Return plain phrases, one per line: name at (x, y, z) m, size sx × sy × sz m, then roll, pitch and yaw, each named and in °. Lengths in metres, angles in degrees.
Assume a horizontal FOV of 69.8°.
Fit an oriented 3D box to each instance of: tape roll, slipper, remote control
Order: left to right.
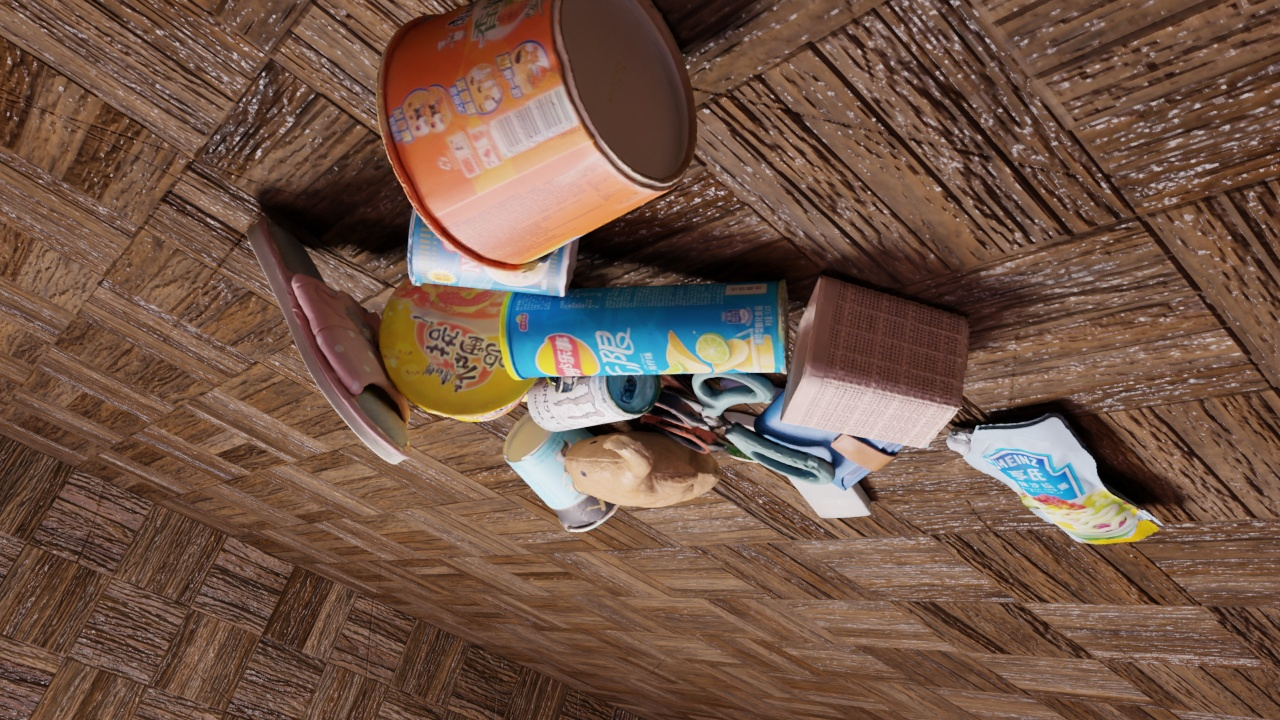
slipper at (-0.256, -0.028, 0.782) m, size 0.274 × 0.054 × 0.114 m, roll 53°, pitch 177°, yaw 27°
tape roll at (0.103, 0.078, 0.923) m, size 0.086 × 0.013 × 0.086 m, roll 15°, pitch 153°, yaw 8°
remote control at (0.190, 0.125, 0.937) m, size 0.058 × 0.021 × 0.150 m, roll -8°, pitch 146°, yaw 26°

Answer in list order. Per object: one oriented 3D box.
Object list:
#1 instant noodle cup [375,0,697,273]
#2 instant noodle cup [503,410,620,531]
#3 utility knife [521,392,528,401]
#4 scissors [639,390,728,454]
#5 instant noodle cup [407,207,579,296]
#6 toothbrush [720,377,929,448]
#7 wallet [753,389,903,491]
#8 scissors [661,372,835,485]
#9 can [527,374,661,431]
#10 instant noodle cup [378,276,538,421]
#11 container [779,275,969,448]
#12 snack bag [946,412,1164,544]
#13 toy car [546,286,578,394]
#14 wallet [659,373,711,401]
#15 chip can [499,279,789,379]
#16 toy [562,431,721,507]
instant noodle cup at (-0.047, -0.133, 0.492) m, size 0.112 × 0.151 × 0.151 m, roll -14°, pitch 139°, yaw 35°
instant noodle cup at (-0.087, 0.115, 1.027) m, size 0.111 × 0.111 × 0.120 m, roll -9°, pitch 136°, yaw 43°
utility knife at (-0.155, 0.032, 1.000) m, size 0.220 × 0.022 × 0.031 m, roll 4°, pitch 159°, yaw 24°
scissors at (0.003, 0.054, 0.874) m, size 0.193 × 0.015 × 0.207 m, roll 30°, pitch 164°, yaw 9°
instant noodle cup at (-0.100, -0.092, 0.662) m, size 0.110 × 0.099 × 0.099 m, roll 11°, pitch 153°, yaw -1°
toothbrush at (0.162, 0.043, 0.813) m, size 0.189 × 0.021 × 0.029 m, roll 15°, pitch 171°, yaw 12°
wallet at (0.168, 0.051, 0.776) m, size 0.106 × 0.040 × 0.133 m, roll 33°, pitch 142°, yaw -1°
scissors at (0.091, 0.048, 0.773) m, size 0.170 × 0.019 × 0.180 m, roll 26°, pitch 158°, yaw 15°
can at (-0.044, 0.029, 0.814) m, size 0.058 × 0.058 × 0.147 m, roll 32°, pitch 156°, yaw -25°
instant noodle cup at (-0.146, -0.009, 0.797) m, size 0.138 × 0.138 × 0.110 m, roll 19°, pitch 166°, yaw 0°
container at (0.169, 0.005, 0.665) m, size 0.111 × 0.090 × 0.090 m, roll 13°, pitch 153°, yaw 4°
snack bag at (0.352, 0.101, 0.783) m, size 0.191 × 0.038 × 0.110 m, roll 35°, pitch 160°, yaw -27°
toy car at (-0.059, -0.015, 0.771) m, size 0.035 × 0.090 × 0.042 m, roll 7°, pitch 155°, yaw -10°
wallet at (-0.005, 0.005, 0.841) m, size 0.101 × 0.032 × 0.124 m, roll -6°, pitch 144°, yaw 45°
chip can at (0.005, -0.022, 0.691) m, size 0.210 × 0.071 × 0.071 m, roll -1°, pitch 149°, yaw 11°
toy at (-0.009, 0.105, 0.907) m, size 0.144 × 0.082 × 0.225 m, roll -6°, pitch 170°, yaw 19°
